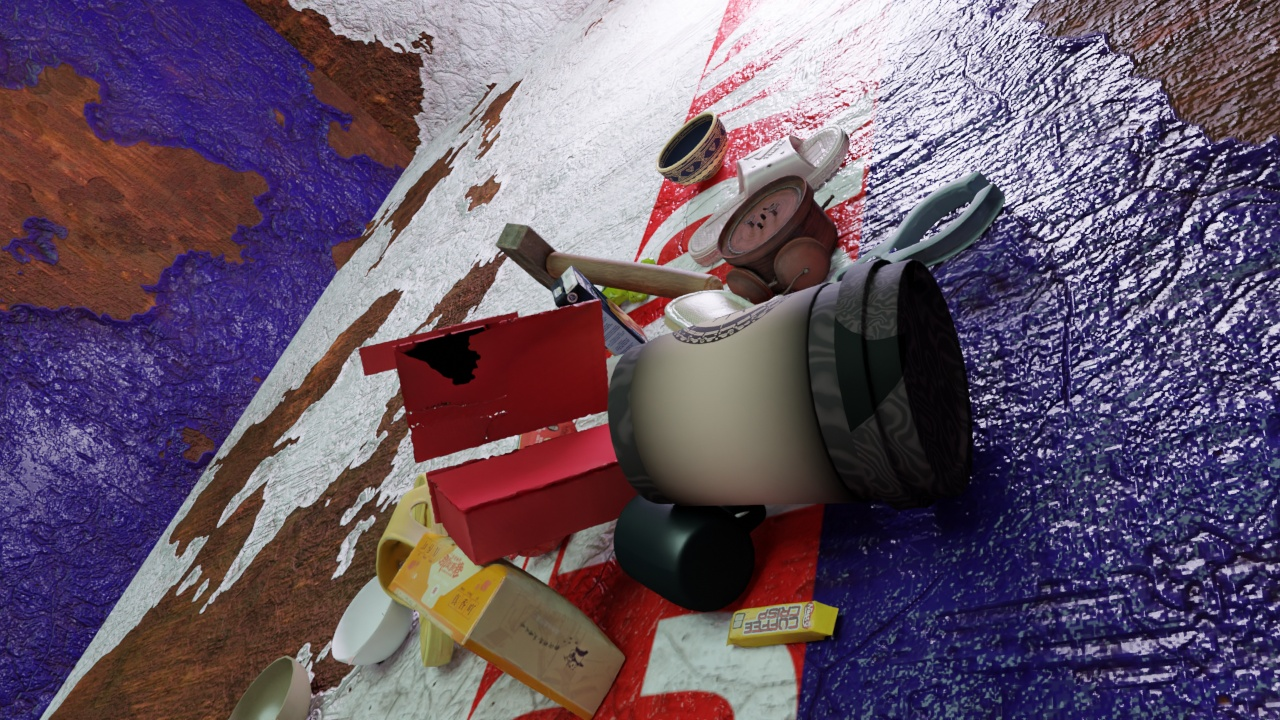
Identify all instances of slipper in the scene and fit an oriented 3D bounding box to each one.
[{"bbox_3d":[0.140,-0.211,1.110,0.240,0.064,0.094,-38,28,24],"label":"slipper"},{"bbox_3d":[-0.261,0.236,1.050,0.263,0.078,0.100,-116,34,-52],"label":"slipper"},{"bbox_3d":[0.101,-0.027,0.857,0.115,0.052,0.263,-17,26,-20],"label":"slipper"}]

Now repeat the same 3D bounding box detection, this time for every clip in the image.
[{"bbox_3d":[0.251,-0.115,0.851,0.163,0.028,0.112,-40,26,15],"label":"clip"},{"bbox_3d":[-0.095,-0.033,1.232,0.102,0.056,0.056,111,166,-53],"label":"clip"}]

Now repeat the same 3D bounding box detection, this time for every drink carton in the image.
[{"bbox_3d":[-0.049,-0.053,1.110,0.040,0.130,0.064,-44,26,10],"label":"drink carton"}]

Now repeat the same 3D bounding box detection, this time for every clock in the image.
[{"bbox_3d":[0.144,-0.119,0.967,0.121,0.072,0.157,-22,35,42],"label":"clock"}]

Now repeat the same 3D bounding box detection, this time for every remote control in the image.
[{"bbox_3d":[-0.006,0.006,1.073,0.012,0.033,0.131,-30,10,-41],"label":"remote control"}]

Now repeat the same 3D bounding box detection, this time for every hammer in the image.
[{"bbox_3d":[-0.025,-0.102,1.135,0.301,0.158,0.037,13,72,38],"label":"hammer"}]

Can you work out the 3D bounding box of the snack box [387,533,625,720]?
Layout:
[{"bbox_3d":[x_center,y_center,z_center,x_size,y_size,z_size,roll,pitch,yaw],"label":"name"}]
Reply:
[{"bbox_3d":[-0.122,0.226,0.824,0.196,0.145,0.080,2,55,58],"label":"snack box"}]

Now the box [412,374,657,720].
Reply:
[{"bbox_3d":[-0.074,0.208,0.883,0.216,0.351,0.198,-14,15,-23],"label":"box"}]

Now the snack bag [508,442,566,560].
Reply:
[{"bbox_3d":[-0.108,0.134,1.016,0.083,0.082,0.176,-31,32,31],"label":"snack bag"}]

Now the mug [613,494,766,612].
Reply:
[{"bbox_3d":[0.051,0.146,0.754,0.121,0.085,0.095,-27,18,-24],"label":"mug"}]

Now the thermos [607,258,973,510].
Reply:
[{"bbox_3d":[0.104,0.030,0.670,0.227,0.173,0.172,-12,42,32],"label":"thermos"}]

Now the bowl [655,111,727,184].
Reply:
[{"bbox_3d":[0.083,-0.292,1.311,0.113,0.061,0.112,-37,28,23],"label":"bowl"}]

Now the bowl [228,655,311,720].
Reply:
[{"bbox_3d":[-0.463,0.453,1.150,0.153,0.050,0.152,-37,28,23],"label":"bowl"}]

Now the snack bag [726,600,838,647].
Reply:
[{"bbox_3d":[0.100,0.193,0.670,0.099,0.020,0.026,-22,38,43],"label":"snack bag"}]

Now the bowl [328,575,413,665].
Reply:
[{"bbox_3d":[-0.313,0.318,1.104,0.115,0.050,0.114,-37,28,23],"label":"bowl"}]

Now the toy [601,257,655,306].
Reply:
[{"bbox_3d":[-0.016,-0.102,1.237,0.094,0.036,0.093,-50,34,-1],"label":"toy"}]
